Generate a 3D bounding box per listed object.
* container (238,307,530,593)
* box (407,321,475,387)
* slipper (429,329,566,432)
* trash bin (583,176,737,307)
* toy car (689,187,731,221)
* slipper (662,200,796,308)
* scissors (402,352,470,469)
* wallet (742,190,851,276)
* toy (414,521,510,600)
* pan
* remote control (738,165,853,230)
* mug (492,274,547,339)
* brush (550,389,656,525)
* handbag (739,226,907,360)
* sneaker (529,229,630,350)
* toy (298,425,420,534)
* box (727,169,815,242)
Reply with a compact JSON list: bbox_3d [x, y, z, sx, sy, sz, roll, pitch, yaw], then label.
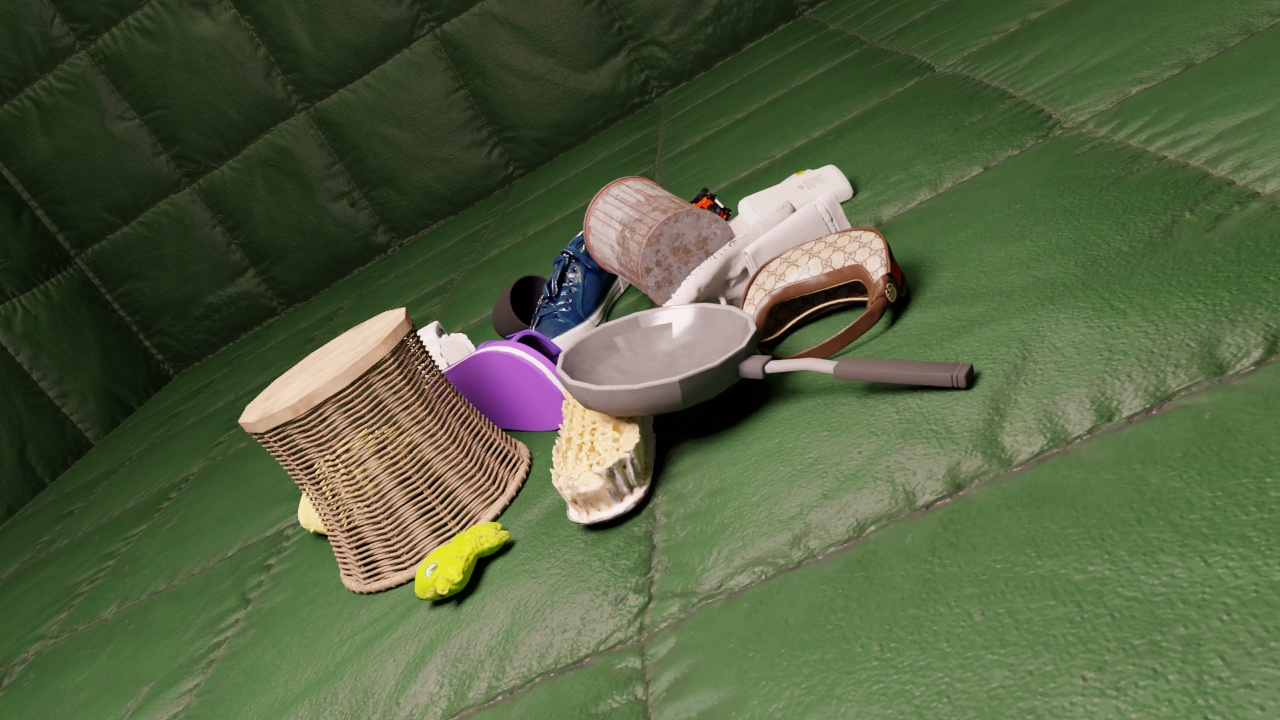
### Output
[{"bbox_3d":[-0.257,0.080,0.919,0.227,0.196,0.226,-27,20,11],"label":"container"},{"bbox_3d":[-0.260,0.010,1.214,0.083,0.110,0.191,-37,17,-16],"label":"box"},{"bbox_3d":[-0.145,0.018,1.056,0.083,0.107,0.267,-43,18,-34],"label":"slipper"},{"bbox_3d":[0.018,-0.146,1.122,0.130,0.131,0.211,-34,29,-7],"label":"trash bin"},{"bbox_3d":[0.077,-0.189,1.220,0.048,0.051,0.100,-57,16,-22],"label":"toy car"},{"bbox_3d":[0.096,-0.082,0.966,0.246,0.074,0.112,-37,-21,-31],"label":"slipper"},{"bbox_3d":[-0.265,0.056,1.085,0.131,0.170,0.012,-55,-16,0],"label":"scissors"},{"bbox_3d":[0.163,-0.111,0.932,0.116,0.086,0.032,-31,25,-10],"label":"wallet"},{"bbox_3d":[-0.157,0.172,0.799,0.093,0.036,0.094,-33,14,-13],"label":"toy"},{"bbox_3d":[0.089,0.006,0.754,0.358,0.041,0.178,3,27,36],"label":"pan"},{"bbox_3d":[0.191,-0.201,1.140,0.138,0.025,0.060,-21,42,2],"label":"remote control"},{"bbox_3d":[-0.156,-0.070,1.324,0.118,0.085,0.100,-8,-11,-33],"label":"mug"},{"bbox_3d":[-0.030,0.057,0.848,0.083,0.057,0.270,-19,22,9],"label":"brush"},{"bbox_3d":[0.158,-0.051,0.842,0.167,0.063,0.138,-16,35,36],"label":"handbag"},{"bbox_3d":[-0.095,-0.102,1.230,0.121,0.127,0.293,-20,25,32],"label":"sneaker"},{"bbox_3d":[-0.349,0.144,1.109,0.155,0.065,0.170,-3,39,31],"label":"toy"},{"bbox_3d":[0.155,-0.183,1.191,0.209,0.033,0.064,-39,23,-17],"label":"box"}]
